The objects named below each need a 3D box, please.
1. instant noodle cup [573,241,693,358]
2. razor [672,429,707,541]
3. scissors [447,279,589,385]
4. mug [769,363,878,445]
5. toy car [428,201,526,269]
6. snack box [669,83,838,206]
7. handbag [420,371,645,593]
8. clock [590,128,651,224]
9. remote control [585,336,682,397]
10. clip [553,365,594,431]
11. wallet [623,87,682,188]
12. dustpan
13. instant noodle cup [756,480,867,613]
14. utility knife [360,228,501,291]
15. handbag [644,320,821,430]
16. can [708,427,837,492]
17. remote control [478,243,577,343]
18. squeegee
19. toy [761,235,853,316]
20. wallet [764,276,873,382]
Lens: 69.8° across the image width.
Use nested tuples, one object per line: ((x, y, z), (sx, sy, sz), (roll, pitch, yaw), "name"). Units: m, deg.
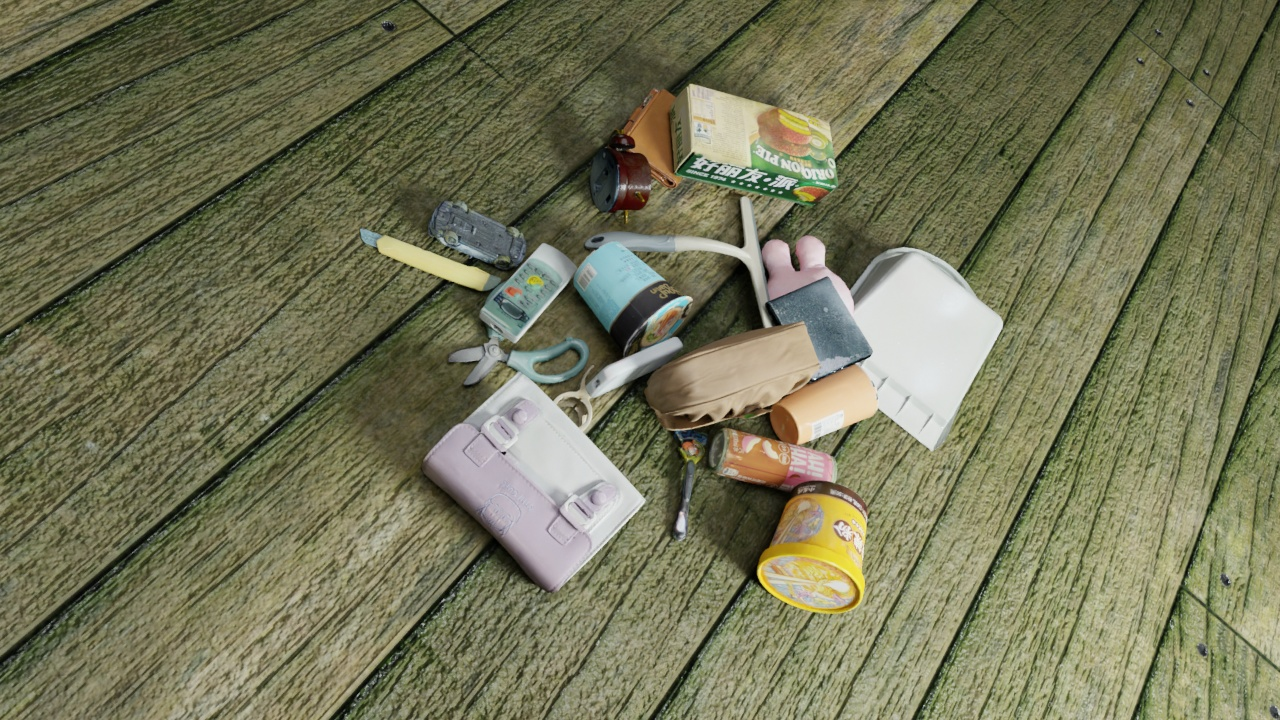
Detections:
((-0.015, -0.078, 1.117), (0.111, 0.111, 0.120), (-33, 71, -30), "instant noodle cup")
((0.054, 0.143, 1.079), (0.042, 0.022, 0.142), (15, 62, -11), "razor")
((-0.152, -0.037, 1.091), (0.174, 0.019, 0.176), (-6, 69, -22), "scissors")
((0.228, 0.059, 1.155), (0.122, 0.078, 0.078), (-24, 76, -25), "mug")
((-0.198, -0.150, 1.118), (0.120, 0.037, 0.054), (22, 59, -21), "toy car")
((0.159, -0.299, 1.286), (0.239, 0.063, 0.114), (7, 68, -25), "snack box")
((-0.114, 0.130, 0.976), (0.197, 0.099, 0.144), (45, 73, 0), "handbag")
((-0.028, -0.245, 1.199), (0.055, 0.082, 0.121), (-4, 68, -27), "clock")
((-0.006, 0.006, 1.085), (0.135, 0.056, 0.020), (-24, 76, -44), "remote control")
((-0.064, 0.058, 1.070), (0.103, 0.035, 0.089), (-31, 75, -37), "clip")
((0.032, -0.314, 1.284), (0.108, 0.031, 0.131), (34, 58, -7), "wallet")
((0.384, -0.041, 1.298), (0.222, 0.142, 0.257), (38, 88, 0), "dustpan")
((0.205, 0.210, 1.054), (0.118, 0.119, 0.114), (29, 51, -5), "instant noodle cup")
((-0.252, -0.120, 1.093), (0.175, 0.019, 0.030), (24, 56, -10), "utility knife")
((0.109, 0.023, 1.086), (0.204, 0.148, 0.099), (-16, 84, -25), "handbag")
((0.159, 0.124, 1.106), (0.147, 0.058, 0.057), (15, 61, -13), "can")
((-0.132, -0.083, 1.098), (0.056, 0.019, 0.134), (37, 58, 1), "remote control")
((0.051, -0.148, 1.196), (0.246, 0.039, 0.246), (5, 54, -12), "squeegee")
((0.219, -0.097, 1.230), (0.121, 0.054, 0.159), (-6, 62, -2), "toy")
((0.227, -0.040, 1.163), (0.097, 0.019, 0.120), (-23, 74, -15), "wallet")
